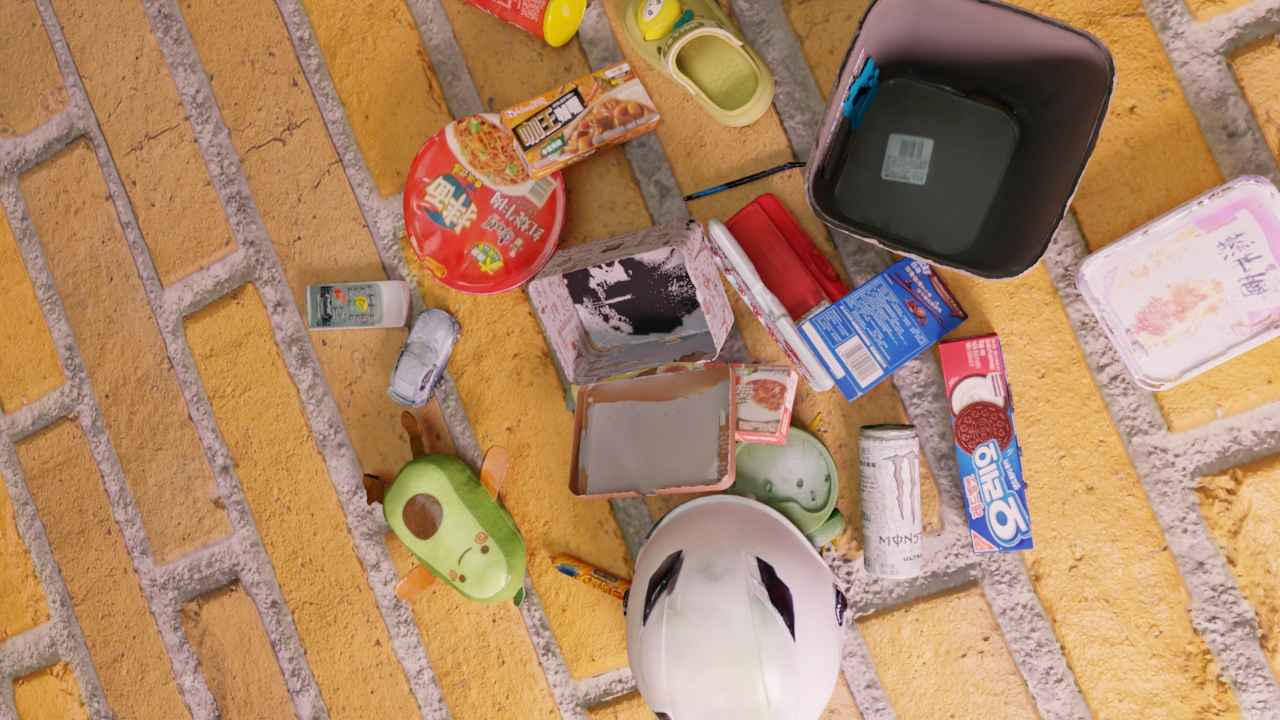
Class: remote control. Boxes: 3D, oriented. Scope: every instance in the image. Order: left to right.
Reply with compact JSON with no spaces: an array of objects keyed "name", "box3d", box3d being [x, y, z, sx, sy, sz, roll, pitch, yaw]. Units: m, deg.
[{"name":"remote control","box3d":[-0.337,-0.066,1.092,0.135,0.019,0.056,-1,93,17]}]

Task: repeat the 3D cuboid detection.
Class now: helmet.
[{"name":"helmet","box3d":[0.083,0.277,0.892,0.229,0.145,0.259,1,112,15]}]

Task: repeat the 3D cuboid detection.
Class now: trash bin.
[{"name":"trash bin","box3d":[0.255,-0.184,0.795,0.199,0.219,0.199,21,99,7]}]

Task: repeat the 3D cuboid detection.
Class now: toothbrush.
[{"name":"toothbrush","box3d":[0.133,-0.195,0.946,0.190,0.014,0.016,-14,88,18]}]

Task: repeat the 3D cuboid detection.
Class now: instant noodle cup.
[{"name":"instant noodle cup","box3d":[-0.161,-0.168,1.009,0.194,0.065,0.194,1,94,18]},{"name":"instant noodle cup","box3d":[0.495,-0.068,0.820,0.174,0.060,0.138,-30,84,15]}]

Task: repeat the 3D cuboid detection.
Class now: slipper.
[{"name":"slipper","box3d":[0.057,-0.320,0.928,0.190,0.081,0.092,46,102,7]}]

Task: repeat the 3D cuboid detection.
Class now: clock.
[{"name":"clock","box3d":[0.148,0.137,0.939,0.116,0.056,0.161,-7,91,18]}]

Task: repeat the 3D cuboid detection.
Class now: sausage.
[{"name":"sausage","box3d":[-0.029,0.250,1.016,0.165,0.021,0.021,20,99,15]}]

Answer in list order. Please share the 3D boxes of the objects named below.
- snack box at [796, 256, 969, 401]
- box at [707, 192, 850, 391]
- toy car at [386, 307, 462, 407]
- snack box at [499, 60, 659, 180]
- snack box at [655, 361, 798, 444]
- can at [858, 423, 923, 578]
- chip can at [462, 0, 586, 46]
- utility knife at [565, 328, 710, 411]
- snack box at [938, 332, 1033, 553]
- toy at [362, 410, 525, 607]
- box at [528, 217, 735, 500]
[{"name":"snack box","box3d":[0.232,-0.035,0.872,0.156,0.026,0.084,-31,82,-23]},{"name":"box","box3d":[0.146,-0.068,0.904,0.095,0.101,0.201,-37,83,16]},{"name":"toy car","box3d":[-0.251,-0.004,1.062,0.054,0.036,0.121,28,98,14]},{"name":"snack box","box3d":[-0.063,-0.251,0.956,0.153,0.026,0.075,-27,84,-17]},{"name":"snack box","box3d":[0.080,0.041,0.934,0.153,0.025,0.075,2,65,32]},{"name":"can","box3d":[0.247,0.138,0.907,0.058,0.058,0.146,-2,93,17]},{"name":"chip can","box3d":[-0.167,-0.414,0.993,0.217,0.073,0.073,28,100,13]},{"name":"utility knife","box3d":[-0.002,0.004,0.994,0.196,0.020,0.031,-27,78,21]},{"name":"snack box","box3d":[0.332,0.079,0.879,0.058,0.057,0.207,-10,91,20]},{"name":"toy","box3d":[-0.218,0.179,1.035,0.247,0.089,0.227,40,109,14]},{"name":"box","box3d":[0.001,0.002,0.927,0.179,0.130,0.272,-10,90,26]}]
